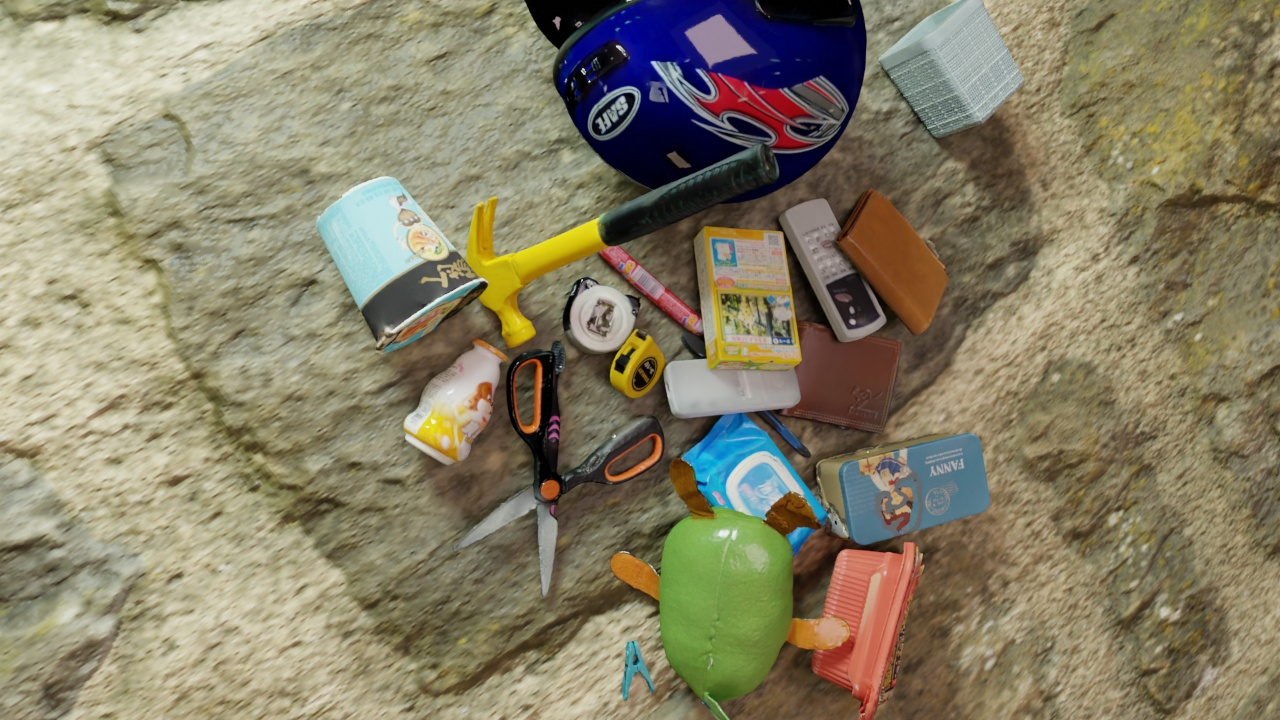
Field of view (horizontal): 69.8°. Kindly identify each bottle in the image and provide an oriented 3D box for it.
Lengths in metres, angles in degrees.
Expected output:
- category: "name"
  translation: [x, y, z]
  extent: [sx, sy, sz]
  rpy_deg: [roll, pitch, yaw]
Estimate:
- category: "bottle"
  translation: [-0.158, 0.035, 0.800]
  extent: [0.063, 0.063, 0.108]
  rpy_deg: [33, 79, -15]

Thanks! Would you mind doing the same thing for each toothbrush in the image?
- category: "toothbrush"
  translation: [0.107, 0.036, 0.919]
  extent: [0.189, 0.016, 0.014]
  rpy_deg: [43, 66, -15]
- category: "toothbrush"
  translation: [-0.081, 0.076, 0.851]
  extent: [0.014, 0.018, 0.189]
  rpy_deg: [4, 88, -25]

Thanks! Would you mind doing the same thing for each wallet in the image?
- category: "wallet"
  translation: [0.263, -0.106, 0.949]
  extent: [0.132, 0.031, 0.107]
  rpy_deg: [46, 50, -14]
- category: "wallet"
  translation: [0.203, 0.018, 0.941]
  extent: [0.124, 0.032, 0.101]
  rpy_deg: [11, 87, -17]

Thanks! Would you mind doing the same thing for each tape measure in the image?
- category: "tape measure"
  translation: [-0.039, -0.039, 0.860]
  extent: [0.065, 0.034, 0.066]
  rpy_deg: [19, 82, -15]
- category: "tape measure"
  translation: [-0.005, 0.005, 0.862]
  extent: [0.057, 0.029, 0.060]
  rpy_deg: [-54, 147, -12]

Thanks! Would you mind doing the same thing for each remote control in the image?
- category: "remote control"
  translation: [0.195, -0.092, 0.928]
  extent: [0.058, 0.021, 0.150]
  rpy_deg: [-22, 82, -27]
- category: "remote control"
  translation: [0.089, 0.024, 0.885]
  extent: [0.135, 0.020, 0.055]
  rpy_deg: [-5, 69, -21]

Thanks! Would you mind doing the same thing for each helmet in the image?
- category: "helmet"
  translation: [0.039, -0.263, 0.776]
  extent: [0.315, 0.248, 0.240]
  rpy_deg: [15, 65, -26]

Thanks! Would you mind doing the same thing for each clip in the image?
- category: "clip"
  translation: [-0.005, 0.292, 0.869]
  extent: [0.034, 0.013, 0.054]
  rpy_deg: [-11, 91, -20]

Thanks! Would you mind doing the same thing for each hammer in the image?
- category: "hammer"
  translation: [-0.026, -0.108, 0.757]
  extent: [0.129, 0.302, 0.032]
  rpy_deg: [65, 32, -12]

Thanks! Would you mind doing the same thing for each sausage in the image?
- category: "sausage"
  translation: [0.010, -0.071, 0.885]
  extent: [0.156, 0.020, 0.020]
  rpy_deg: [40, 76, -13]

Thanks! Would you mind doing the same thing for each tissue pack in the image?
- category: "tissue pack"
  translation: [0.110, 0.129, 0.893]
  extent: [0.094, 0.052, 0.157]
  rpy_deg: [-41, 101, -16]

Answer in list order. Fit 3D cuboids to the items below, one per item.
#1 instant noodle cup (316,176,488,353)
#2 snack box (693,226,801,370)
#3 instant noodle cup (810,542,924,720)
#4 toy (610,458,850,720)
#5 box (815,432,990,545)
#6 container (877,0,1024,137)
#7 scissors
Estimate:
- category: "instant noodle cup"
  translation: [-0.207, -0.084, 0.771]
  extent: [0.111, 0.111, 0.120]
  rpy_deg: [-34, 91, -17]
- category: "snack box"
  translation: [0.103, -0.060, 0.890]
  extent: [0.086, 0.034, 0.140]
  rpy_deg: [0, 70, -19]
- category: "instant noodle cup"
  translation: [0.217, 0.249, 0.880]
  extent: [0.079, 0.189, 0.164]
  rpy_deg: [14, 81, 18]
- category: "toy"
  translation: [0.078, 0.210, 0.835]
  extent: [0.227, 0.089, 0.247]
  rpy_deg: [15, 111, 20]
- category: "box"
  translation: [0.275, 0.128, 0.945]
  extent: [0.184, 0.062, 0.090]
  rpy_deg: [-13, 93, -17]
- category: "container"
  translation: [0.330, -0.306, 0.966]
  extent: [0.090, 0.090, 0.111]
  rpy_deg: [-42, 103, -15]
- category: "scissors"
  translation: [-0.075, 0.098, 0.840]
  extent: [0.220, 0.022, 0.234]
  rpy_deg: [-13, 101, -26]
